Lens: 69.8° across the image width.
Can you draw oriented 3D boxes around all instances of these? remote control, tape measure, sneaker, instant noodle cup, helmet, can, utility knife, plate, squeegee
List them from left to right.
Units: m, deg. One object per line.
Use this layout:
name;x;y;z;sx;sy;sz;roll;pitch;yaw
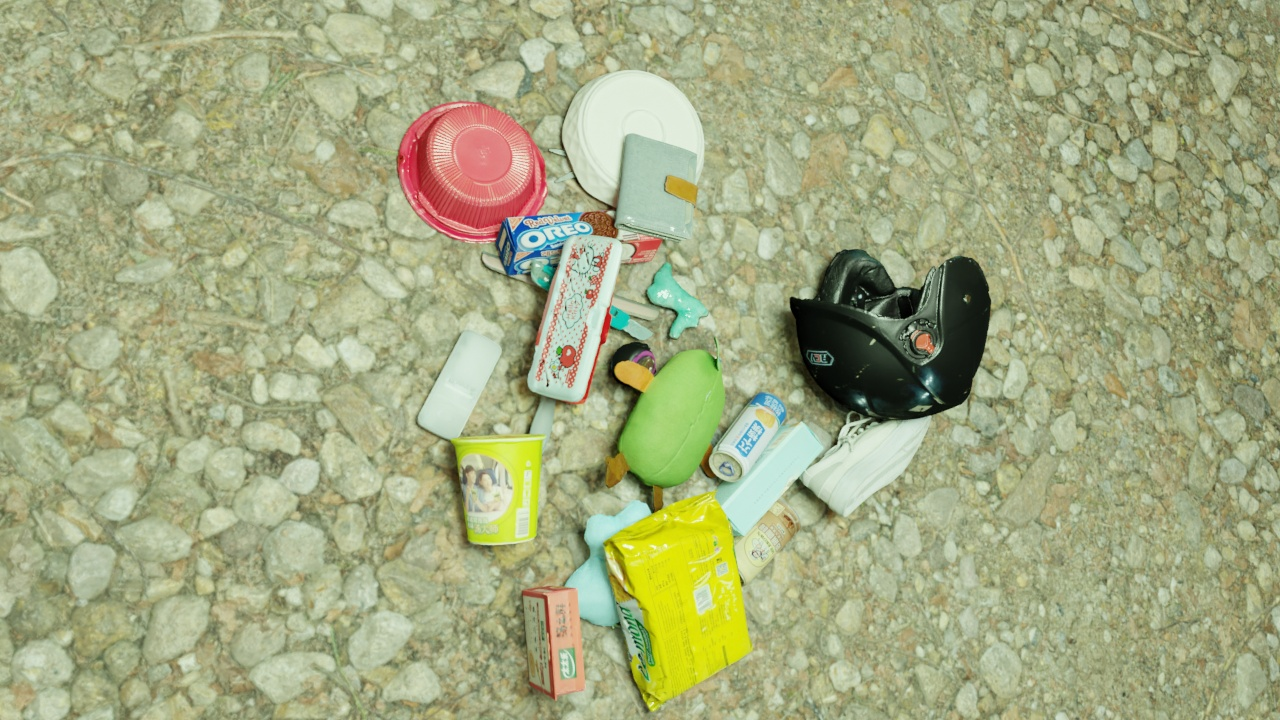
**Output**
remote control;-0.220;0.030;1.121;0.056;0.020;0.135;29;70;-14
instant noodle cup;-0.205;-0.250;1.161;0.193;0.066;0.193;5;77;-21
instant noodle cup;-0.165;0.150;1.075;0.111;0.112;0.123;-1;88;-21
squeegee;-0.107;0.007;1.159;0.247;0.040;0.249;17;74;-17
utility knife;-0.062;-0.073;1.167;0.187;0.013;0.029;29;93;-22
tape measure;-0.007;0.007;1.185;0.057;0.039;0.057;-36;125;-32
plate;-0.002;-0.301;1.243;0.204;0.046;0.204;4;78;-19
can;0.141;0.099;1.201;0.053;0.053;0.134;48;48;-5
can;0.153;0.235;1.196;0.116;0.059;0.058;-40;94;-22
sneaker;0.311;0.126;1.273;0.091;0.090;0.241;34;45;31
helmet;0.329;-0.032;1.226;0.274;0.234;0.230;-6;99;-24

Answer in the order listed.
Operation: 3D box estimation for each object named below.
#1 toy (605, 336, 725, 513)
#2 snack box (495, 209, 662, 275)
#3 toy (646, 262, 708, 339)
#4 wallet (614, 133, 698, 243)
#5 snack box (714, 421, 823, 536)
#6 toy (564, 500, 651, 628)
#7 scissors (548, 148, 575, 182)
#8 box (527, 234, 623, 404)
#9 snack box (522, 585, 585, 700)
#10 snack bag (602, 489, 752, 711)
toy;0.037;0.085;1.165;0.227;0.090;0.246;50;60;-33
snack box;-0.077;-0.155;1.185;0.207;0.058;0.057;-8;66;-23
toy;0.048;-0.076;1.236;0.092;0.030;0.096;35;59;-8
wallet;0.025;-0.224;1.191;0.106;0.037;0.129;11;72;-16
snack box;0.158;0.156;1.206;0.174;0.074;0.051;-42;95;-22
toy;-0.031;0.255;1.113;0.161;0.050;0.156;-20;104;-6
scissors;-0.037;-0.279;1.258;0.162;0.012;0.163;30;71;-13
box;-0.067;-0.048;1.098;0.095;0.099;0.201;17;84;-32
snack box;-0.097;0.318;1.049;0.044;0.127;0.113;-2;80;-21
snack bag;0.053;0.285;1.099;0.157;0.068;0.247;-22;113;-24
